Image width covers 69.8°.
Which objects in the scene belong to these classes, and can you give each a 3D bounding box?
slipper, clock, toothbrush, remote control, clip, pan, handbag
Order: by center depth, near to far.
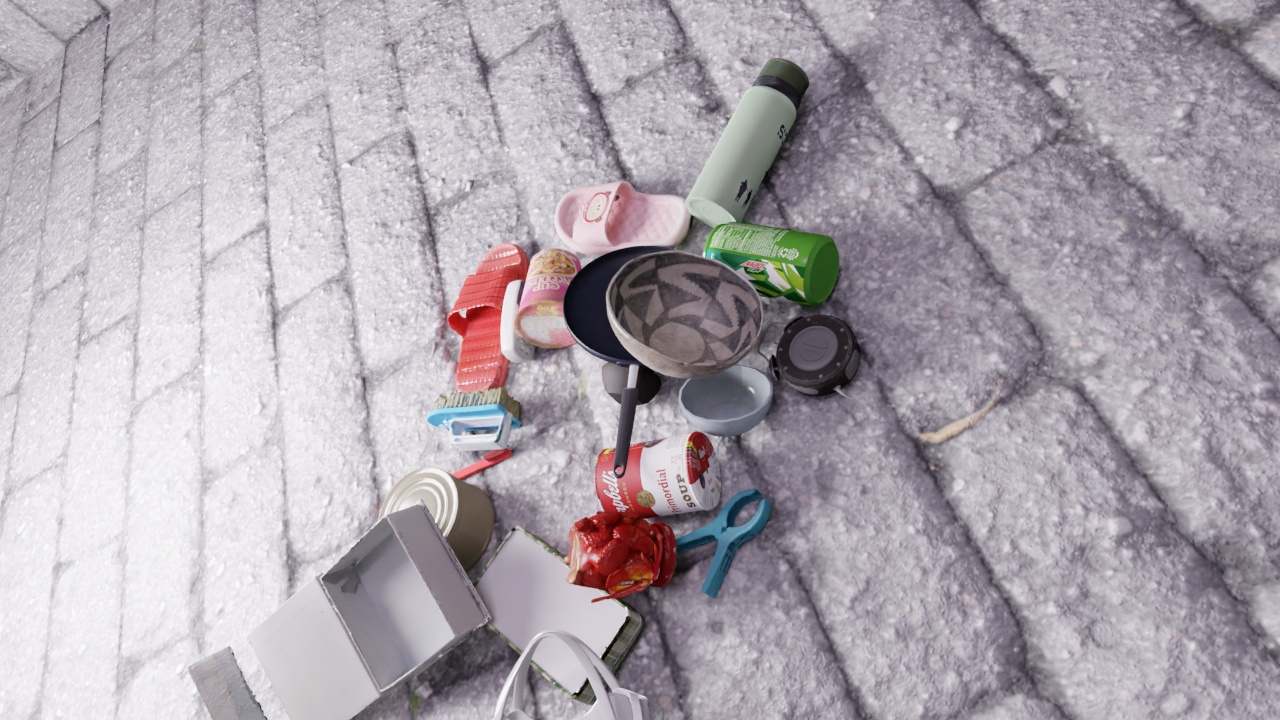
[{"bbox_3d":[-0.088,0.385,0.914,0.216,0.095,0.222,-19,72,19],"label":"handbag"},{"bbox_3d":[0.086,0.183,0.997,0.119,0.027,0.102,-44,54,2],"label":"clip"},{"bbox_3d":[0.194,-0.006,1.025,0.123,0.044,0.091,18,74,36],"label":"clock"},{"bbox_3d":[-0.005,-0.009,1.091,0.199,0.021,0.355,2,50,7],"label":"pan"},{"bbox_3d":[-0.263,0.160,1.213,0.213,0.018,0.012,-26,54,16],"label":"toothbrush"},{"bbox_3d":[-0.163,-0.052,1.246,0.028,0.060,0.114,-11,60,27],"label":"remote control"},{"bbox_3d":[-0.028,-0.194,1.251,0.222,0.055,0.106,11,72,33],"label":"slipper"},{"bbox_3d":[-0.221,-0.062,1.287,0.104,0.059,0.248,-6,63,27],"label":"slipper"}]

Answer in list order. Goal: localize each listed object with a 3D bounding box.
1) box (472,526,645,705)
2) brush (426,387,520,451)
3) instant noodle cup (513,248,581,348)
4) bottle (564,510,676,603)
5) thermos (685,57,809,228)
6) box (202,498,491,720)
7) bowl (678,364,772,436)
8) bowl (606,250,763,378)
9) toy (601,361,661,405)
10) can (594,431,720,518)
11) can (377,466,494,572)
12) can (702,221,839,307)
[{"bbox_3d":[-0.099,0.282,1.033,0.206,0.051,0.117,26,76,37],"label":"box"},{"bbox_3d":[-0.228,0.081,1.213,0.136,0.055,0.075,-5,57,28],"label":"brush"},{"bbox_3d":[-0.116,-0.088,1.224,0.098,0.098,0.108,-16,50,21],"label":"instant noodle cup"},{"bbox_3d":[-0.022,0.207,0.975,0.099,0.111,0.099,-171,91,-67],"label":"bottle"},{"bbox_3d":[0.140,-0.284,1.190,0.082,0.082,0.231,19,75,36],"label":"thermos"},{"bbox_3d":[-0.353,0.332,1.095,0.369,0.098,0.166,-40,76,23],"label":"box"},{"bbox_3d":[0.098,0.051,1.037,0.106,0.039,0.106,-9,34,6],"label":"bowl"},{"bbox_3d":[0.045,-0.039,1.041,0.178,0.081,0.178,7,48,-8],"label":"bowl"},{"bbox_3d":[-0.007,0.006,1.128,0.076,0.063,0.100,17,67,-4],"label":"toy"},{"bbox_3d":[0.020,0.130,1.023,0.117,0.086,0.086,-13,59,24],"label":"can"},{"bbox_3d":[-0.257,0.204,1.151,0.128,0.073,0.127,-14,58,23],"label":"can"},{"bbox_3d":[0.153,-0.116,1.085,0.144,0.083,0.083,16,73,35],"label":"can"}]
